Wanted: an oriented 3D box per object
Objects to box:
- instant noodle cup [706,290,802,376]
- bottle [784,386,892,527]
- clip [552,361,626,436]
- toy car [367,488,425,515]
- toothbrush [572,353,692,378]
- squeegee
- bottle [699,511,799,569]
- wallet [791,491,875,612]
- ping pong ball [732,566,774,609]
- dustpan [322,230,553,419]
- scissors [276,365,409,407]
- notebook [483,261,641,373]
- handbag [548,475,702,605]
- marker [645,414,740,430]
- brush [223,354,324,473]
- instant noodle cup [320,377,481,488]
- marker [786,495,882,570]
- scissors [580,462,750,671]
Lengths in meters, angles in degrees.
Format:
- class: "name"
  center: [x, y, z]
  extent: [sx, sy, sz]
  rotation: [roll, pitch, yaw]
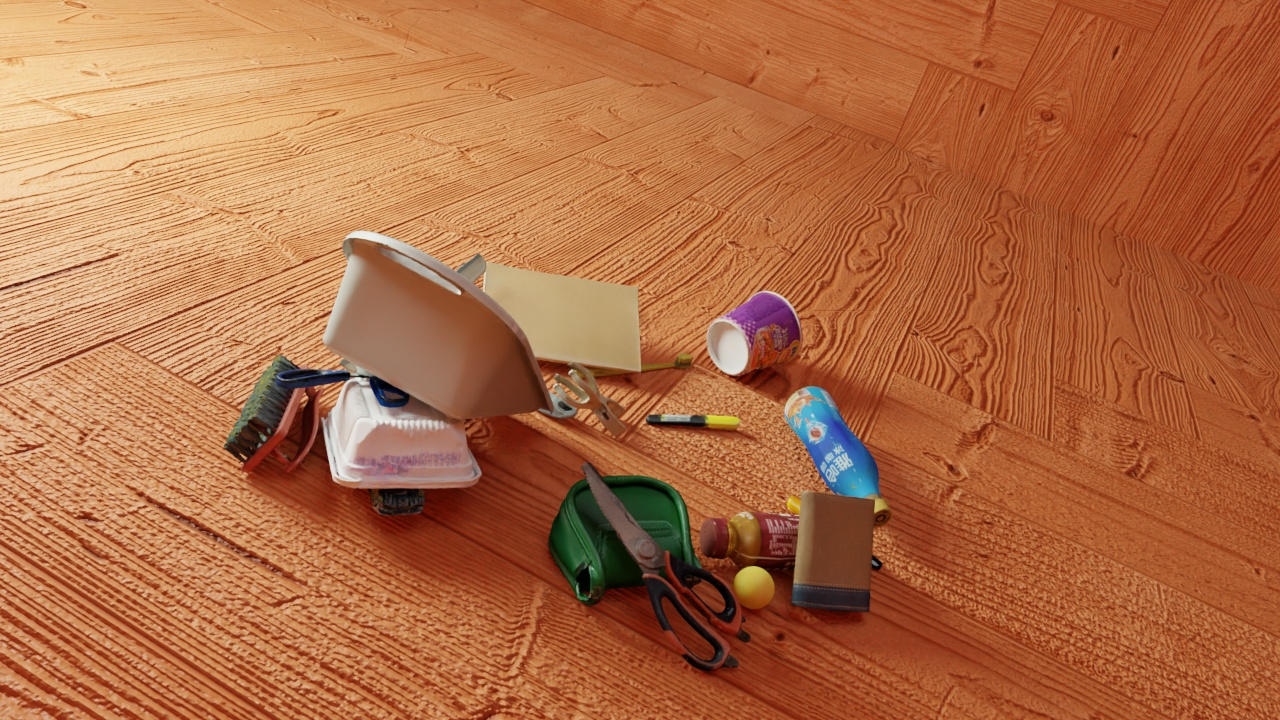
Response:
- class: "instant noodle cup"
  center: [0.154, -0.031, 1.281]
  extent: [0.099, 0.112, 0.111]
  rotation: [-24, 49, -38]
- class: "bottle"
  center: [0.243, 0.117, 1.114]
  extent: [0.065, 0.065, 0.218]
  rotation: [5, 33, -21]
- class: "clip"
  center: [-0.055, 0.044, 1.072]
  extent: [0.100, 0.035, 0.076]
  rotation: [41, 20, -22]
- class: "toy car"
  center: [-0.239, 0.119, 0.877]
  extent: [0.049, 0.031, 0.105]
  rotation: [4, 19, -28]
- class: "toothbrush"
  center: [-0.007, 0.007, 1.210]
  extent: [0.189, 0.017, 0.015]
  rotation: [-5, 36, -35]
- class: "squeegee"
  center: [-0.178, 0.007, 1.098]
  extent: [0.246, 0.039, 0.245]
  rotation: [32, 51, 12]
- class: "bottle"
  center: [0.148, 0.187, 0.949]
  extent: [0.174, 0.058, 0.057]
  rotation: [7, 31, -19]
- class: "wallet"
  center: [0.193, 0.191, 0.917]
  extent: [0.090, 0.115, 0.033]
  rotation: [9, -8, -21]
- class: "ping pong ball"
  center: [0.110, 0.220, 0.890]
  extent: [0.040, 0.040, 0.040]
  rotation: [13, 30, -8]
- class: "dustpan"
  center: [-0.192, -0.041, 0.920]
  extent: [0.223, 0.143, 0.257]
  rotation: [27, 10, 10]
- class: "scissors"
  center: [-0.279, 0.016, 0.912]
  extent: [0.162, 0.012, 0.176]
  rotation: [-1, 17, -36]
- class: "notebook"
  center: [-0.104, -0.056, 1.199]
  extent: [0.211, 0.012, 0.149]
  rotation: [8, 50, -12]
- class: "handbag"
  center: [-0.013, 0.172, 0.875]
  extent: [0.131, 0.068, 0.120]
  rotation: [1, 39, -29]
- class: "marker"
  center: [0.065, 0.076, 1.138]
  extent: [0.124, 0.015, 0.018]
  rotation: [3, 32, -18]
- class: "brush"
  center: [-0.353, 0.052, 0.911]
  extent: [0.069, 0.063, 0.145]
  rotation: [40, 19, -25]
- class: "instant noodle cup"
  center: [-0.236, 0.064, 0.905]
  extent: [0.137, 0.060, 0.173]
  rotation: [3, 19, -24]
- class: "marker"
  center: [0.215, 0.193, 1.023]
  extent: [0.124, 0.015, 0.018]
  rotation: [35, 35, 23]
- class: "scissors"
  center: [0.023, 0.175, 0.836]
  extent: [0.176, 0.015, 0.210]
  rotation: [4, 65, -22]
